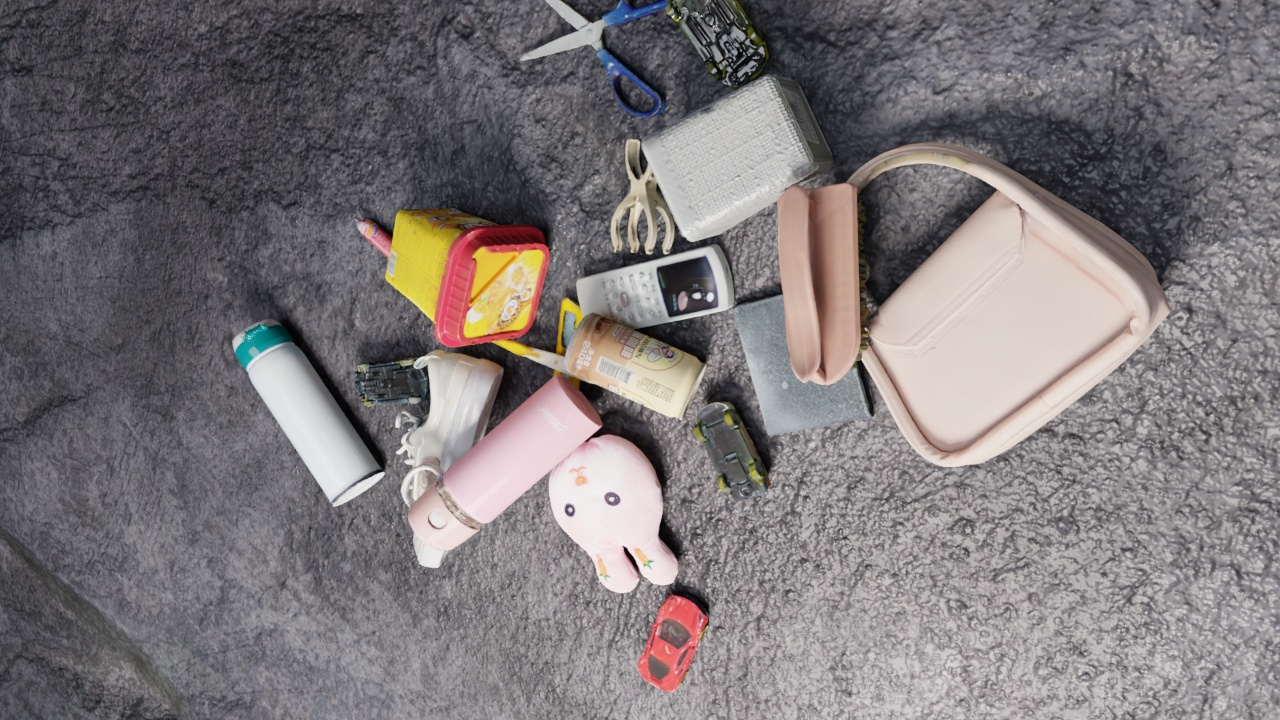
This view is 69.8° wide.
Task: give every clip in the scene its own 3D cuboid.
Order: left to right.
[{"bbox_3d":[-0.009,-0.139,0.802,0.084,0.034,0.104,-15,87,38],"label":"clip"}]

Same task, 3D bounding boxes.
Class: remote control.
[{"bbox_3d":[0.011,-0.060,0.820,0.150,0.021,0.058,-11,98,31],"label":"remote control"}]

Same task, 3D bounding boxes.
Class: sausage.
[{"bbox_3d":[-0.240,-0.100,0.945,0.156,0.020,0.020,42,119,12],"label":"sausage"}]

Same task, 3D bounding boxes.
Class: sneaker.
[{"bbox_3d":[-0.214,0.102,0.940,0.091,0.089,0.242,18,109,2],"label":"sneaker"}]

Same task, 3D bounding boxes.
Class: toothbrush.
[{"bbox_3d":[-0.109,-0.010,0.890,0.191,0.018,0.016,19,108,29],"label":"toothbrush"}]

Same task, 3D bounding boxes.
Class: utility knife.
[{"bbox_3d":[-0.074,0.014,0.889,0.033,0.015,0.154,15,110,22],"label":"utility knife"}]

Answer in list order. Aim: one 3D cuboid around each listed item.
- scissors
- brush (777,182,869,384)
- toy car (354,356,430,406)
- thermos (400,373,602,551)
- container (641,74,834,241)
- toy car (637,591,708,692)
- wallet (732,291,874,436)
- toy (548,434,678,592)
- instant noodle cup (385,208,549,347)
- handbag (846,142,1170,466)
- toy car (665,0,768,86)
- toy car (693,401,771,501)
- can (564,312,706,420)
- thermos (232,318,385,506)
[{"bbox_3d":[-0.030,-0.278,0.787,0.176,0.012,0.162,-28,90,32],"label":"scissors"},{"bbox_3d":[0.131,-0.055,0.676,0.063,0.073,0.145,-2,89,40],"label":"brush"},{"bbox_3d":[-0.263,0.022,0.983,0.106,0.031,0.049,-5,102,31],"label":"toy car"},{"bbox_3d":[-0.136,0.092,0.865,0.199,0.067,0.087,-40,85,8],"label":"thermos"},{"bbox_3d":[0.080,-0.160,0.719,0.114,0.090,0.090,-24,92,28],"label":"container"},{"bbox_3d":[0.031,0.275,0.897,0.049,0.031,0.106,28,113,18],"label":"toy car"},{"bbox_3d":[0.135,-0.001,0.772,0.097,0.019,0.121,-14,95,31],"label":"wallet"},{"bbox_3d":[-0.024,0.150,0.880,0.122,0.054,0.159,-22,97,31],"label":"toy"},{"bbox_3d":[-0.168,-0.087,0.864,0.124,0.116,0.116,30,115,31],"label":"instant noodle cup"},{"bbox_3d":[0.233,-0.057,0.677,0.234,0.093,0.194,51,121,16],"label":"handbag"},{"bbox_3d":[0.061,-0.268,0.728,0.048,0.032,0.105,-36,88,31],"label":"toy car"},{"bbox_3d":[0.081,0.079,0.812,0.042,0.035,0.090,-27,90,30],"label":"toy car"},{"bbox_3d":[-0.005,0.005,0.813,0.116,0.058,0.059,23,114,7],"label":"can"},{"bbox_3d":[-0.379,0.054,1.037,0.073,0.073,0.224,-39,84,30],"label":"thermos"}]
